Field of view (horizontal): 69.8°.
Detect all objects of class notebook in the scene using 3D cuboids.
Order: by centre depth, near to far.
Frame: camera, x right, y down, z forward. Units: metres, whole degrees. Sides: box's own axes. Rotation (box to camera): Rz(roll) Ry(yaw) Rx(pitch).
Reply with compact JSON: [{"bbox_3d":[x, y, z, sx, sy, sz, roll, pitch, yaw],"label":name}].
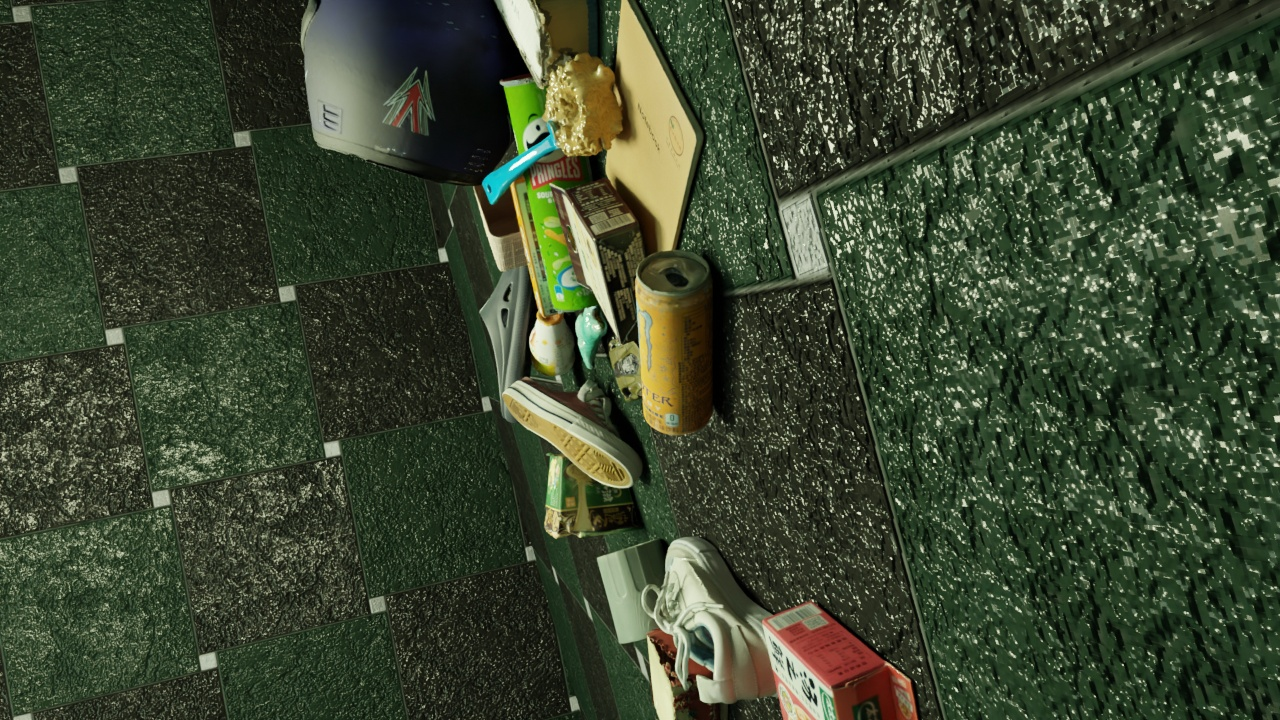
[{"bbox_3d":[0.004,-0.165,0.737,0.208,0.008,0.147,102,148,-63],"label":"notebook"}]

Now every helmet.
[{"bbox_3d":[-0.234,-0.331,1.003,0.315,0.247,0.240,-128,53,-70],"label":"helmet"}]

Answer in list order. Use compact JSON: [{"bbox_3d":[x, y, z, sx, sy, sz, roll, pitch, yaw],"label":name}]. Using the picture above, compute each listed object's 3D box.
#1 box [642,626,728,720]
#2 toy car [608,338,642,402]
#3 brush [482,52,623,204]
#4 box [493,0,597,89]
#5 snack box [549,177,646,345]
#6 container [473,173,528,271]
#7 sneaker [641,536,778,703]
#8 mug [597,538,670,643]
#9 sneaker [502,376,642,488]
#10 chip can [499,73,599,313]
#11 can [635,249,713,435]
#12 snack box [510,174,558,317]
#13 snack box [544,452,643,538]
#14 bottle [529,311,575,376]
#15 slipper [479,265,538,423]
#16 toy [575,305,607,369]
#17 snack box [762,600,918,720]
[{"bbox_3d":[0.046,0.374,1.028,0.091,0.080,0.169,-120,19,-46],"label":"box"},{"bbox_3d":[-0.005,0.005,0.900,0.158,0.042,0.070,142,112,-78],"label":"toy car"},{"bbox_3d":[-0.091,-0.193,0.829,0.255,0.045,0.083,-20,94,56],"label":"brush"},{"bbox_3d":[-0.092,-0.331,0.826,0.090,0.059,0.184,96,156,-54],"label":"box"},{"bbox_3d":[-0.031,-0.095,0.828,0.125,0.053,0.113,-117,11,-51],"label":"snack box"},{"bbox_3d":[-0.157,-0.178,1.181,0.111,0.090,0.090,102,149,-68],"label":"container"},{"bbox_3d":[0.053,0.236,0.828,0.242,0.090,0.089,-148,45,-70],"label":"sneaker"},{"bbox_3d":[0.005,0.274,1.104,0.124,0.084,0.103,23,-132,-76],"label":"mug"},{"bbox_3d":[-0.072,0.072,1.141,0.241,0.087,0.118,28,149,41],"label":"sneaker"},{"bbox_3d":[-0.078,-0.168,0.921,0.072,0.072,0.236,-137,32,-64],"label":"chip can"},{"bbox_3d":[0.028,-0.011,0.716,0.058,0.058,0.146,-121,20,-46],"label":"can"},{"bbox_3d":[-0.087,-0.128,0.987,0.026,0.075,0.154,-135,32,-65],"label":"snack box"},{"bbox_3d":[-0.067,0.171,1.205,0.118,0.117,0.105,172,94,-73],"label":"snack box"},{"bbox_3d":[-0.121,-0.029,1.252,0.109,0.063,0.063,94,156,-52],"label":"bottle"},{"bbox_3d":[-0.190,-0.047,1.293,0.111,0.083,0.268,90,-176,-84],"label":"slipper"},{"bbox_3d":[-0.057,-0.045,1.065,0.092,0.030,0.096,139,122,-69],"label":"toy"},{"bbox_3d":[0.135,0.240,0.611,0.127,0.044,0.113,-155,51,-71],"label":"snack box"}]
